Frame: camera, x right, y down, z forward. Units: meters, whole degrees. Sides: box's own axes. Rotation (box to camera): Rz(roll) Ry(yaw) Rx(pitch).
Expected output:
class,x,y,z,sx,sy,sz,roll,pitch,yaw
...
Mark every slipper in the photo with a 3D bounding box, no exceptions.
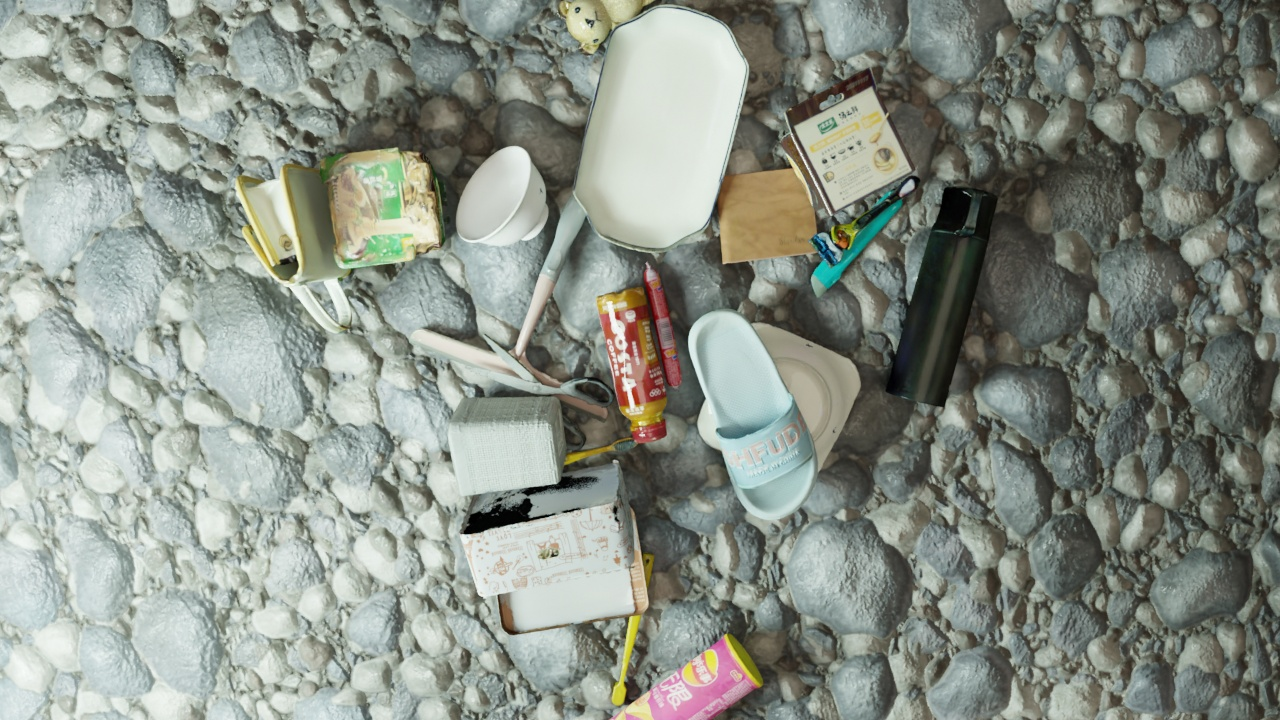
class,x,y,z,sx,sy,sz,roll,pitch,yaw
slipper,0.126,0.059,1.014,0.104,0.074,0.245,-23,95,1

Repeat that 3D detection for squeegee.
class,x,y,z,sx,sy,sz,roll,pitch,yaw
squeegee,-0.109,-0.085,1.047,0.247,0.040,0.249,22,95,-3

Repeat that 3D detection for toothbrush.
class,x,y,z,sx,sy,sz,roll,pitch,yaw
toothbrush,-0.009,0.323,1.107,0.015,0.016,0.190,11,95,-1
toothbrush,-0.095,0.119,1.080,0.191,0.018,0.016,-14,95,1

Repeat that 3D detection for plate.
class,x,y,z,sx,sy,sz,roll,pitch,yaw
plate,0.021,-0.255,1.024,0.162,0.034,0.266,13,100,-6
plate,0.163,0.052,1.069,0.163,0.034,0.164,23,97,-3

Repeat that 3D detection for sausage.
class,x,y,z,sx,sy,sz,roll,pitch,yaw
sausage,0.027,-0.039,1.064,0.020,0.020,0.156,-12,97,0

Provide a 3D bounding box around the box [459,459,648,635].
class,x,y,z,sx,sy,sz,roll,pitch,yaw
box,-0.090,0.233,1.032,0.183,0.156,0.193,-12,103,3

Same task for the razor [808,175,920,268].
class,x,y,z,sx,sy,sz,roll,pitch,yaw
razor,0.261,-0.164,1.040,0.143,0.022,0.042,-37,91,1

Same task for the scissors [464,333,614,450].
class,x,y,z,sx,sy,sz,roll,pitch,yaw
scissors,-0.112,0.036,1.056,0.159,0.014,0.175,-13,112,10

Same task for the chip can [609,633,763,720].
class,x,y,z,sx,sy,sz,roll,pitch,yaw
chip can,0.040,0.413,1.090,0.210,0.071,0.071,-36,96,4

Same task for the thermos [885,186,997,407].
class,x,y,z,sx,sy,sz,roll,pitch,yaw
thermos,0.338,-0.072,1.030,0.068,0.090,0.242,14,97,14

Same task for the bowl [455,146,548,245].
class,x,y,z,sx,sy,sz,roll,pitch,yaw
bowl,-0.141,-0.169,1.016,0.064,0.118,0.118,31,96,-42

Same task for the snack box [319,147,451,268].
class,x,y,z,sx,sy,sz,roll,pitch,yaw
snack box,-0.270,-0.163,1.002,0.117,0.105,0.118,-6,95,2

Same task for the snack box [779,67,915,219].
class,x,y,z,sx,sy,sz,roll,pitch,yaw
snack box,0.227,-0.239,1.020,0.113,0.053,0.125,-28,95,-7

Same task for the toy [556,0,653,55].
class,x,y,z,sx,sy,sz,roll,pitch,yaw
toy,-0.012,-0.398,0.998,0.157,0.066,0.105,-31,113,10

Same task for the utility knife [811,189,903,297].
class,x,y,z,sx,sy,sz,roll,pitch,yaw
utility knife,0.250,-0.138,1.059,0.029,0.013,0.157,42,92,-7

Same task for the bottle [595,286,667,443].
class,x,y,z,sx,sy,sz,roll,pitch,yaw
bottle,-0.006,0.006,1.049,0.057,0.057,0.175,-12,97,0

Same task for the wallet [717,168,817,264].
class,x,y,z,sx,sy,sz,roll,pitch,yaw
wallet,0.146,-0.167,1.052,0.115,0.020,0.101,-8,98,-3

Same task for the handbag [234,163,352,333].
class,x,y,z,sx,sy,sz,roll,pitch,yaw
handbag,-0.358,-0.112,0.978,0.063,0.163,0.179,-13,97,2

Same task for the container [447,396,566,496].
class,x,y,z,sx,sy,sz,roll,pitch,yaw
container,-0.146,0.093,1.030,0.114,0.090,0.090,-4,112,3
